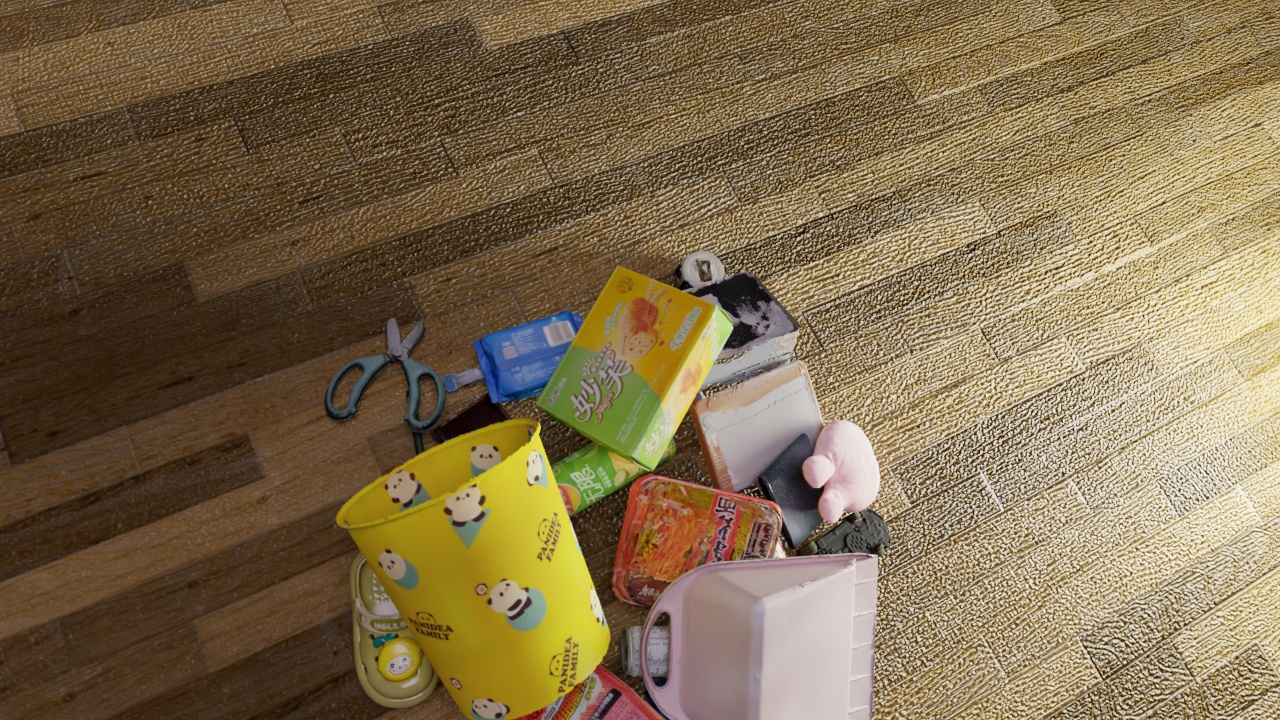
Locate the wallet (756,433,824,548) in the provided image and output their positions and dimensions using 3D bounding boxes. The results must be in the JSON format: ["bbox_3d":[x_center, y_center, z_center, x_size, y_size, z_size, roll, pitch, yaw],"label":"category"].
[{"bbox_3d":[0.206,0.170,1.189,0.097,0.019,0.121,-37,112,-29],"label":"wallet"}]

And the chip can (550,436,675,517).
[{"bbox_3d":[-0.058,0.140,1.152,0.221,0.073,0.072,-29,78,-19],"label":"chip can"}]

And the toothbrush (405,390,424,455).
[{"bbox_3d":[-0.274,0.124,1.147,0.012,0.017,0.185,-10,70,-13],"label":"toothbrush"}]

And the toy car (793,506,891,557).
[{"bbox_3d":[0.262,0.249,1.192,0.155,0.041,0.071,-28,77,-28],"label":"toy car"}]

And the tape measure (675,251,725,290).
[{"bbox_3d":[0.085,-0.120,1.300,0.065,0.034,0.066,-7,72,-16],"label":"tape measure"}]

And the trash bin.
[{"bbox_3d":[-0.164,0.226,0.989,0.229,0.230,0.255,-27,102,-20],"label":"trash bin"}]

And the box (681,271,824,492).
[{"bbox_3d":[0.129,0.022,1.205,0.178,0.124,0.273,-20,76,-23],"label":"box"}]

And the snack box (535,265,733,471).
[{"bbox_3d":[-0.007,0.007,1.117,0.158,0.070,0.210,25,81,32],"label":"snack box"}]

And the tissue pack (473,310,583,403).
[{"bbox_3d":[-0.134,-0.003,1.199,0.157,0.052,0.095,-18,73,-20],"label":"tissue pack"}]

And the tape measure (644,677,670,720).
[{"bbox_3d":[0.038,0.408,1.097,0.054,0.025,0.058,-25,80,-21],"label":"tape measure"}]

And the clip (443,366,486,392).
[{"bbox_3d":[-0.226,0.024,1.192,0.057,0.030,0.024,-18,72,-7],"label":"clip"}]

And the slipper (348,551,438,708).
[{"bbox_3d":[-0.287,0.297,1.043,0.091,0.082,0.190,-13,70,-13],"label":"slipper"}]

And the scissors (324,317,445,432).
[{"bbox_3d":[-0.330,0.024,1.163,0.179,0.019,0.172,-15,65,-9],"label":"scissors"}]

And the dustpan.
[{"bbox_3d":[0.145,0.334,1.086,0.272,0.139,0.222,4,90,-39],"label":"dustpan"}]

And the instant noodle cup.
[{"bbox_3d":[0.065,0.228,1.118,0.189,0.079,0.164,14,94,-3],"label":"instant noodle cup"}]

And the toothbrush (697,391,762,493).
[{"bbox_3d":[0.129,0.117,1.228,0.021,0.029,0.189,-39,78,16],"label":"toothbrush"}]

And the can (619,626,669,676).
[{"bbox_3d":[0.051,0.349,1.103,0.146,0.058,0.058,2,69,-10],"label":"can"}]

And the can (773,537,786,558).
[{"bbox_3d":[0.159,0.257,1.162,0.053,0.053,0.132,-13,73,-16],"label":"can"}]

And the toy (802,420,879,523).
[{"bbox_3d":[0.257,0.144,1.183,0.159,0.054,0.121,-22,90,-50],"label":"toy"}]

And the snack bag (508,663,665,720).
[{"bbox_3d":[-0.043,0.430,1.055,0.208,0.073,0.128,35,79,8],"label":"snack bag"}]

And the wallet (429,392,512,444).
[{"bbox_3d":[-0.192,0.111,1.165,0.096,0.020,0.122,-35,79,-26],"label":"wallet"}]
